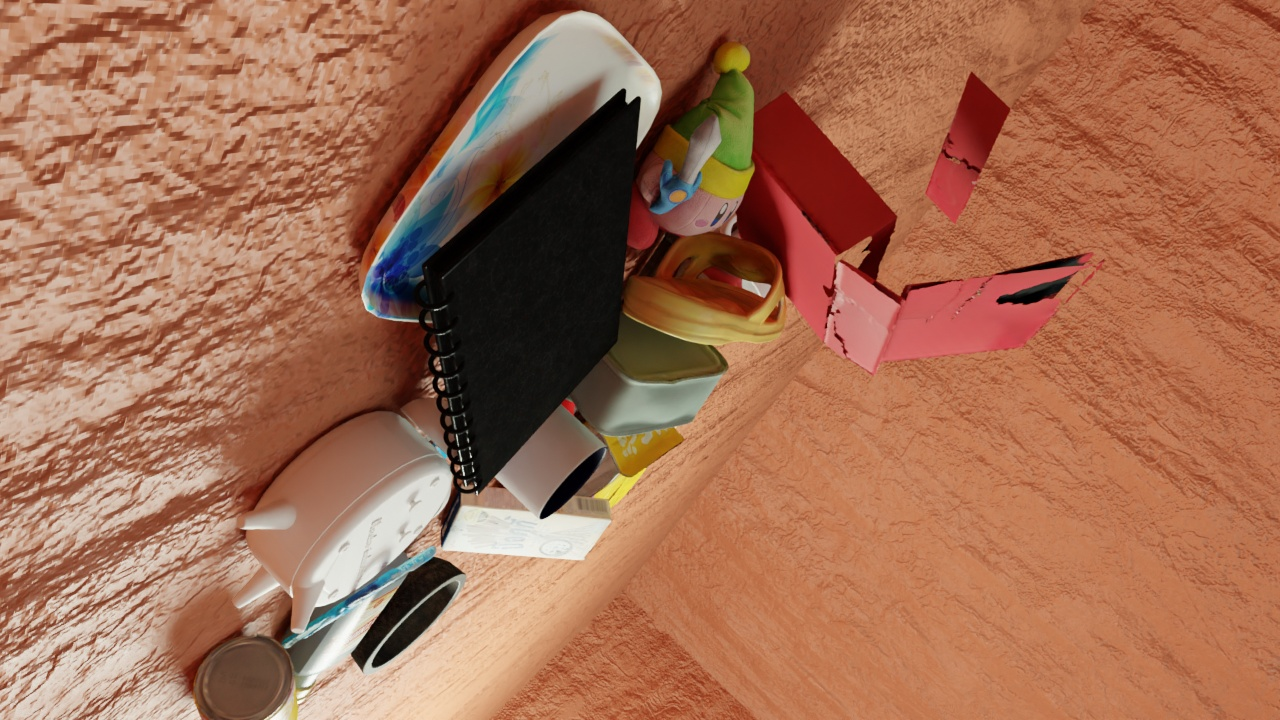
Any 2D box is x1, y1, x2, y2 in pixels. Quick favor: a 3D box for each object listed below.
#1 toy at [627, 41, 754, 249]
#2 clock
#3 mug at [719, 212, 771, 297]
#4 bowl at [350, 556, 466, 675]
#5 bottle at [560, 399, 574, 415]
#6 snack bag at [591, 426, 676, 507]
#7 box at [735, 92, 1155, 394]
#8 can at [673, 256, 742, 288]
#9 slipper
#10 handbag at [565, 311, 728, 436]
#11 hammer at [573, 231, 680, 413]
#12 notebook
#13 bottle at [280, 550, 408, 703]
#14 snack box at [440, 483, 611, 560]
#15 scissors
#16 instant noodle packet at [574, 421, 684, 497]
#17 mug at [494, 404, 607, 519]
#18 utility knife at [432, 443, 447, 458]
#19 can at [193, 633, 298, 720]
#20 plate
[{"bbox_3d":[0.035,-0.141,0.624,0.132,0.097,0.124,-35,171,33],"label":"toy"},{"bbox_3d":[-0.177,0.099,0.590,0.160,0.073,0.126,-37,163,-42],"label":"clock"},{"bbox_3d":[0.113,-0.113,0.963,0.087,0.081,0.114,-49,138,-27],"label":"mug"},{"bbox_3d":[-0.223,0.221,0.840,0.121,0.056,0.121,-45,167,-14],"label":"bowl"},{"bbox_3d":[-0.083,0.061,0.802,0.119,0.036,0.036,-55,166,27],"label":"bottle"},{"bbox_3d":[-0.033,0.122,1.164,0.248,0.068,0.159,-55,167,29],"label":"snack bag"},{"bbox_3d":[0.199,-0.058,0.717,0.124,0.316,0.211,-58,165,-8],"label":"box"},{"bbox_3d":[0.040,-0.027,0.918,0.170,0.067,0.067,-61,164,15],"label":"can"},{"bbox_3d":[0.062,-0.063,0.746,0.262,0.099,0.078,-16,126,-69],"label":"slipper"},{"bbox_3d":[-0.004,0.004,0.748,0.121,0.106,0.067,-7,136,-44],"label":"handbag"},{"bbox_3d":[0.003,-0.067,0.809,0.318,0.028,0.146,-55,166,26],"label":"hammer"},{"bbox_3d":[-0.061,-0.026,0.551,0.168,0.019,0.232,-49,162,-29],"label":"notebook"},{"bbox_3d":[-0.254,0.218,0.750,0.161,0.046,0.072,-53,166,20],"label":"bottle"},{"bbox_3d":[-0.112,0.159,0.891,0.150,0.026,0.082,10,136,-23],"label":"snack box"},{"bbox_3d":[-0.212,0.176,0.652,0.141,0.014,0.090,-31,177,10],"label":"scissors"},{"bbox_3d":[-0.078,0.123,0.996,0.222,0.084,0.162,-35,177,25],"label":"instant noodle packet"},{"bbox_3d":[-0.092,0.075,0.751,0.078,0.097,0.112,-40,165,-34],"label":"mug"},{"bbox_3d":[-0.139,0.048,0.699,0.210,0.015,0.031,-51,169,28],"label":"utility knife"},{"bbox_3d":[-0.290,0.251,0.679,0.067,0.067,0.105,-39,164,-36],"label":"can"},{"bbox_3d":[-0.067,-0.098,0.502,0.187,0.016,0.186,-51,167,11],"label":"plate"}]
